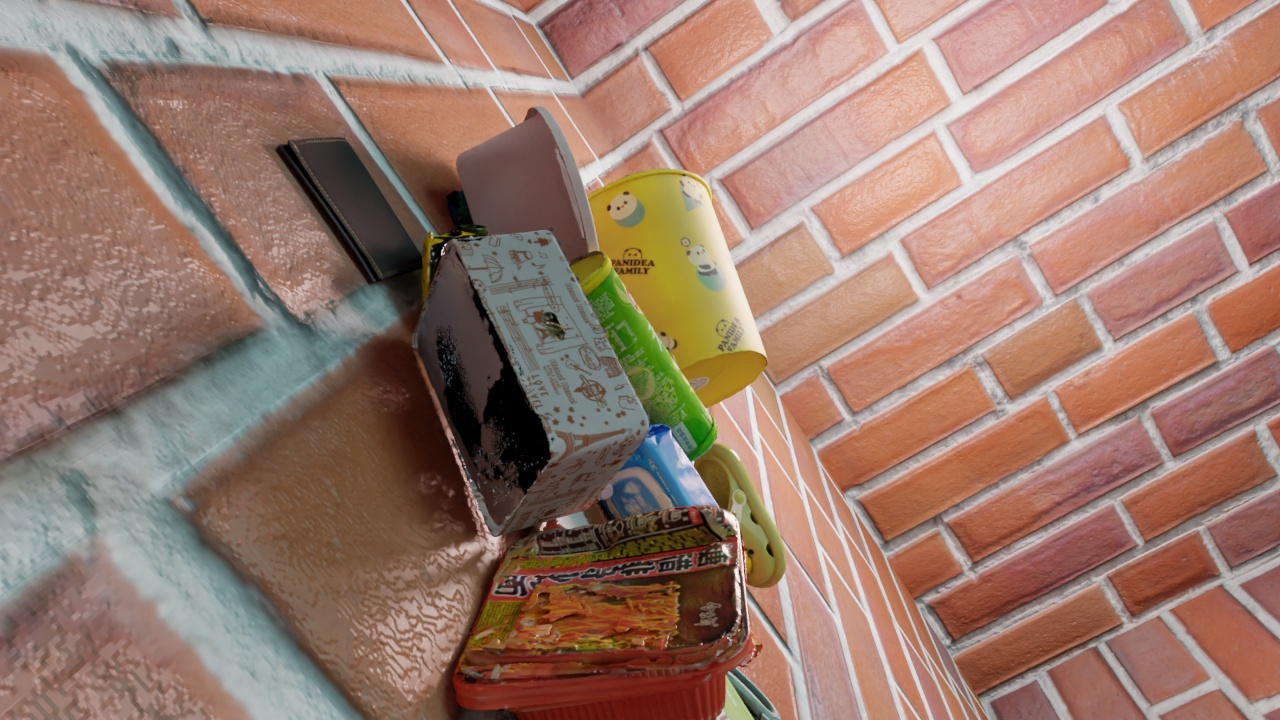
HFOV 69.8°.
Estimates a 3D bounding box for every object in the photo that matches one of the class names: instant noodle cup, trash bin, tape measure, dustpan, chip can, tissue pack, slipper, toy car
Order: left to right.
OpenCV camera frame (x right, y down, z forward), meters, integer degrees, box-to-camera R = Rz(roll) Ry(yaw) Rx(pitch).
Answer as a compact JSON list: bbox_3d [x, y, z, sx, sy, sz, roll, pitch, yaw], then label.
[{"bbox_3d":[-0.157,-0.074,0.761,0.155,0.041,0.071,-76,170,-77],"label":"toy car"},{"bbox_3d":[-0.180,-0.155,0.972,0.058,0.025,0.054,41,21,-57],"label":"tape measure"},{"bbox_3d":[-0.085,-0.148,0.974,0.273,0.139,0.222,-31,103,-75],"label":"dustpan"},{"bbox_3d":[-0.013,0.162,0.553,0.188,0.164,0.079,-74,154,-74],"label":"instant noodle cup"},{"bbox_3d":[-0.005,0.005,0.865,0.221,0.073,0.072,56,11,-25],"label":"chip can"},{"bbox_3d":[0.016,0.134,0.854,0.157,0.095,0.052,57,36,0],"label":"tissue pack"},{"bbox_3d":[0.031,-0.075,1.186,0.229,0.230,0.255,32,34,-64],"label":"trash bin"},{"bbox_3d":[0.105,0.197,1.130,0.081,0.092,0.190,-19,85,-38],"label":"slipper"}]

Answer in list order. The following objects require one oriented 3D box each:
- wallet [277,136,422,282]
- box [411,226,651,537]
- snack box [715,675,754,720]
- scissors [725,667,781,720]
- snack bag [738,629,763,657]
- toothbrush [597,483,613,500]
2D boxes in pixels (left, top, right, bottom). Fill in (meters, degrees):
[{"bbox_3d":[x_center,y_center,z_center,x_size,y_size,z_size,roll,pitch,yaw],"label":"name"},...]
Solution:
[{"bbox_3d":[-0.222,-0.119,0.721,0.122,0.020,0.096,57,15,-7],"label":"wallet"},{"bbox_3d":[-0.084,0.042,0.687,0.274,0.124,0.178,96,-31,-63],"label":"box"},{"bbox_3d":[0.061,0.318,0.611,0.210,0.070,0.157,58,12,0],"label":"snack box"},{"bbox_3d":[0.067,0.275,0.789,0.179,0.019,0.172,36,7,-46],"label":"scissors"},{"bbox_3d":[0.016,0.193,0.739,0.129,0.073,0.207,28,-3,31],"label":"snack bag"},{"bbox_3d":[-0.051,0.044,0.789,0.021,0.029,0.189,-61,148,-52],"label":"toothbrush"}]
